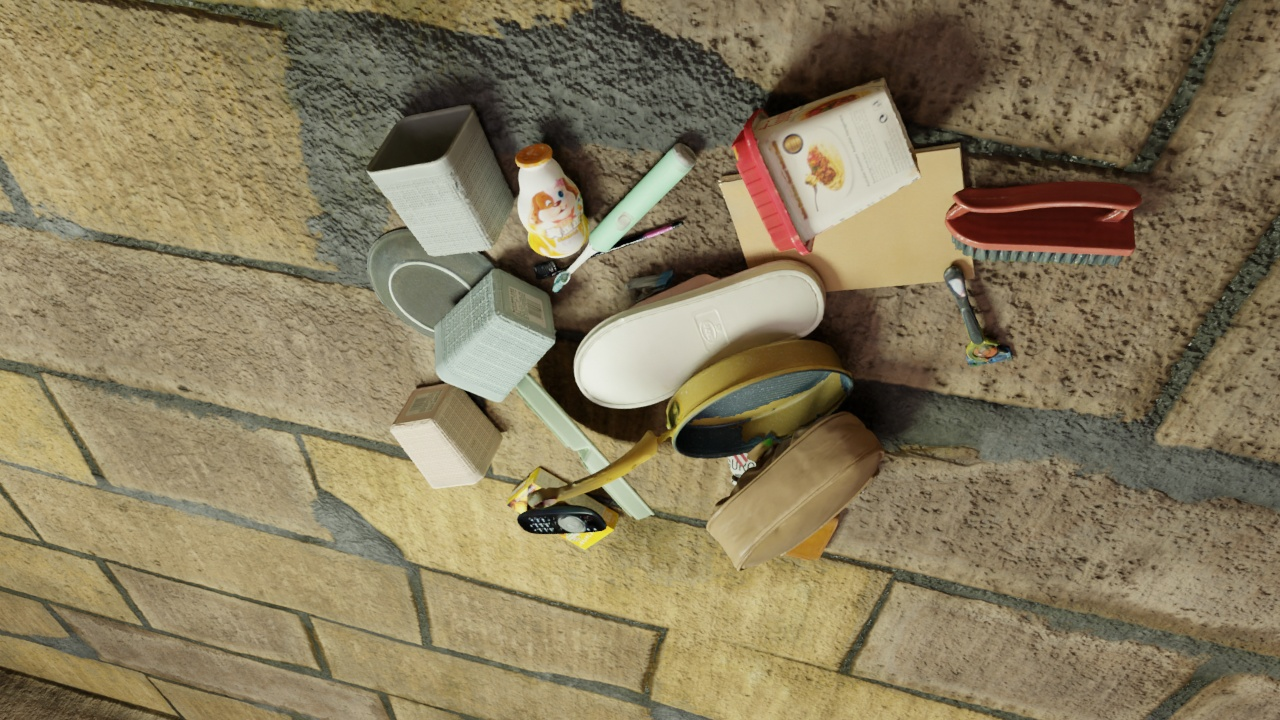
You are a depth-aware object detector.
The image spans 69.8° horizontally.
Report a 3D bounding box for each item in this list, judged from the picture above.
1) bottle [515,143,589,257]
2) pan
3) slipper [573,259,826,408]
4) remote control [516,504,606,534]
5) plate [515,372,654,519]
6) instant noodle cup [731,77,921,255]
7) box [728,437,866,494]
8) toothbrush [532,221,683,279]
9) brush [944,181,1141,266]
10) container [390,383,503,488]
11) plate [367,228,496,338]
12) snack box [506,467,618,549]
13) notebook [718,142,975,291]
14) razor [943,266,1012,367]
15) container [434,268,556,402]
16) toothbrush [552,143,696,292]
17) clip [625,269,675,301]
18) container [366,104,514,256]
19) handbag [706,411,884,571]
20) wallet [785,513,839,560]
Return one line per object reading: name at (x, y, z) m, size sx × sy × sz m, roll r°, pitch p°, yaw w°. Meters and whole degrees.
bottle at (-0.088, -0.153, 0.881) m, size 0.063 × 0.063 × 0.108 m, roll 2°, pitch 136°, yaw 18°
pan at (0.053, 0.074, 0.934) m, size 0.357 × 0.078 × 0.198 m, roll -11°, pitch 153°, yaw -14°
slipper at (0.056, -0.030, 0.938) m, size 0.275 × 0.054 × 0.114 m, roll -23°, pitch 112°, yaw 18°
remote control at (-0.108, 0.219, 1.272) m, size 0.137 × 0.024 × 0.053 m, roll -7°, pitch 132°, yaw 25°
plate at (-0.068, 0.100, 1.063) m, size 0.230 × 0.027 × 0.230 m, roll 46°, pitch 173°, yaw 7°
instant noodle cup at (0.153, -0.164, 0.744) m, size 0.124 × 0.116 × 0.116 m, roll -22°, pitch 107°, yaw 22°
box at (0.189, 0.123, 1.101) m, size 0.162 × 0.075 × 0.085 m, roll 5°, pitch 104°, yaw 19°
toothbrush at (-0.037, -0.115, 0.942) m, size 0.190 × 0.014 × 0.018 m, roll -16°, pitch 116°, yaw 32°
brush at (0.330, -0.119, 0.762) m, size 0.146 × 0.063 × 0.069 m, roll 4°, pitch 152°, yaw 15°
container at (-0.254, 0.095, 1.194) m, size 0.090 × 0.090 × 0.111 m, roll -9°, pitch 129°, yaw 29°
plate at (-0.231, -0.075, 1.048) m, size 0.179 × 0.024 × 0.180 m, roll 10°, pitch 138°, yaw 9°
snack box at (-0.111, 0.213, 1.310) m, size 0.140 × 0.033 × 0.087 m, roll 32°, pitch 138°, yaw -17°
notebook at (0.193, -0.122, 0.852) m, size 0.212 × 0.012 × 0.149 m, roll -4°, pitch 135°, yaw 23°
razor at (0.319, -0.038, 0.882) m, size 0.043 × 0.022 × 0.143 m, roll -13°, pitch 134°, yaw 29°
container at (-0.157, -0.030, 1.000) m, size 0.090 × 0.090 × 0.112 m, roll 25°, pitch 127°, yaw -35°
toothbrush at (-0.024, -0.134, 0.898) m, size 0.026 × 0.027 × 0.225 m, roll 36°, pitch 133°, yaw -16°
clip at (0.012, -0.077, 0.958) m, size 0.057 × 0.024 × 0.028 m, roll -17°, pitch 124°, yaw 38°
container at (-0.185, -0.168, 0.884) m, size 0.090 × 0.090 × 0.114 m, roll -3°, pitch 137°, yaw 24°
handbag at (0.168, 0.136, 0.997) m, size 0.205 × 0.099 × 0.147 m, roll -42°, pitch 155°, yaw 14°
wallet at (0.182, 0.222, 1.209) m, size 0.131 × 0.035 × 0.119 m, roll 16°, pitch 139°, yaw 5°
